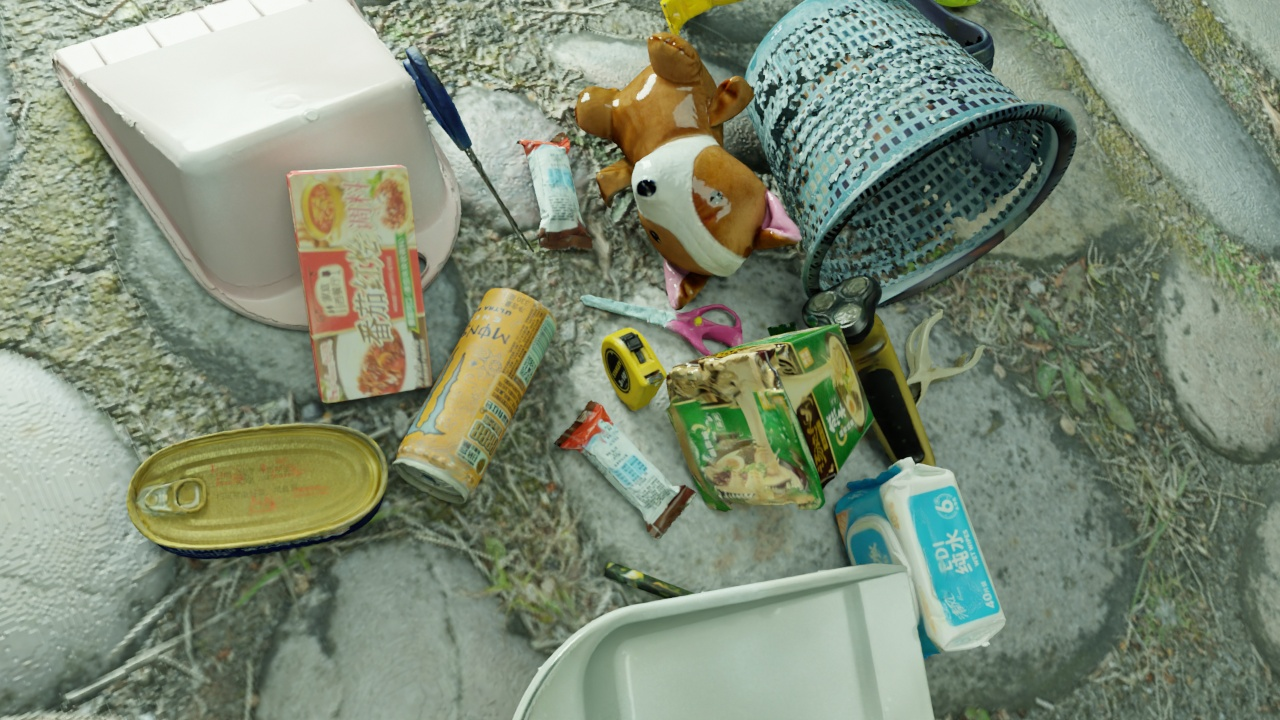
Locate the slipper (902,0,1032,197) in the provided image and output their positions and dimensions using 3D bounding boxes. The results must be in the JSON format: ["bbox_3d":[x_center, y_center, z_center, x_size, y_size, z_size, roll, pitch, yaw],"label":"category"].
[{"bbox_3d":[0.287,-0.271,0.850,0.105,0.095,0.252,-27,76,-21],"label":"slipper"}]

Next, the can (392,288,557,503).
[{"bbox_3d":[-0.112,0.022,0.634,0.058,0.058,0.145,27,64,-6],"label":"can"}]

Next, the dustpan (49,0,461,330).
[{"bbox_3d":[-0.267,-0.152,0.683,0.222,0.139,0.273,-28,52,-23],"label":"dustpan"}]

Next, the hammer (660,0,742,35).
[{"bbox_3d":[0.132,-0.312,0.725,0.128,0.301,0.033,-44,121,-31],"label":"hammer"}]

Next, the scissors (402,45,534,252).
[{"bbox_3d":[-0.125,-0.154,0.662,0.012,0.155,0.166,-34,72,-8],"label":"scissors"}]

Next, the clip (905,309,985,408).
[{"bbox_3d":[0.232,-0.002,0.763,0.102,0.035,0.094,-23,82,-15],"label":"clip"}]

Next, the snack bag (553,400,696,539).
[{"bbox_3d":[-0.011,0.077,0.661,0.104,0.026,0.048,42,70,1],"label":"snack bag"}]

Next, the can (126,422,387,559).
[{"bbox_3d":[-0.236,0.083,0.578,0.148,0.049,0.074,-7,72,-19],"label":"can"}]

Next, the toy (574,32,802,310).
[{"bbox_3d":[0.033,-0.148,0.708,0.130,0.140,0.199,-8,73,-53],"label":"toy"}]

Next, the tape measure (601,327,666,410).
[{"bbox_3d":[-0.004,0.004,0.674,0.028,0.060,0.057,-25,73,-23],"label":"tape measure"}]

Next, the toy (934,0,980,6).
[{"bbox_3d":[0.304,-0.393,0.934,0.096,0.031,0.100,-33,78,-25],"label":"toy"}]

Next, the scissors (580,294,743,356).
[{"bbox_3d":[0.018,-0.033,0.720,0.133,0.017,0.054,13,59,-7],"label":"scissors"}]

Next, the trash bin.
[{"bbox_3d":[0.190,-0.182,0.733,0.226,0.227,0.195,-14,62,-21],"label":"trash bin"}]

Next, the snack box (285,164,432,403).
[{"bbox_3d":[-0.187,-0.051,0.615,0.075,0.025,0.153,-9,106,-21],"label":"snack box"}]

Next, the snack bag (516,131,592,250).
[{"bbox_3d":[-0.067,-0.135,0.725,0.045,0.026,0.105,-4,72,-28],"label":"snack bag"}]

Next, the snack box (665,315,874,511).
[{"bbox_3d":[0.100,0.034,0.660,0.105,0.118,0.117,-28,101,-37],"label":"snack box"}]

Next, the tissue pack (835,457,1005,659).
[{"bbox_3d":[0.195,0.146,0.663,0.063,0.090,0.140,-9,73,-21],"label":"tissue pack"}]

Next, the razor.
[{"bbox_3d":[0.182,0.018,0.704,0.062,0.067,0.167,-25,104,13],"label":"razor"}]

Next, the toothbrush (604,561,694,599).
[{"bbox_3d":[0.061,0.180,0.649,0.186,0.017,0.012,23,102,-7],"label":"toothbrush"}]

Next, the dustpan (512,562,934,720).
[{"bbox_3d":[0.059,0.242,0.533,0.258,0.143,0.222,-8,75,4],"label":"dustpan"}]
